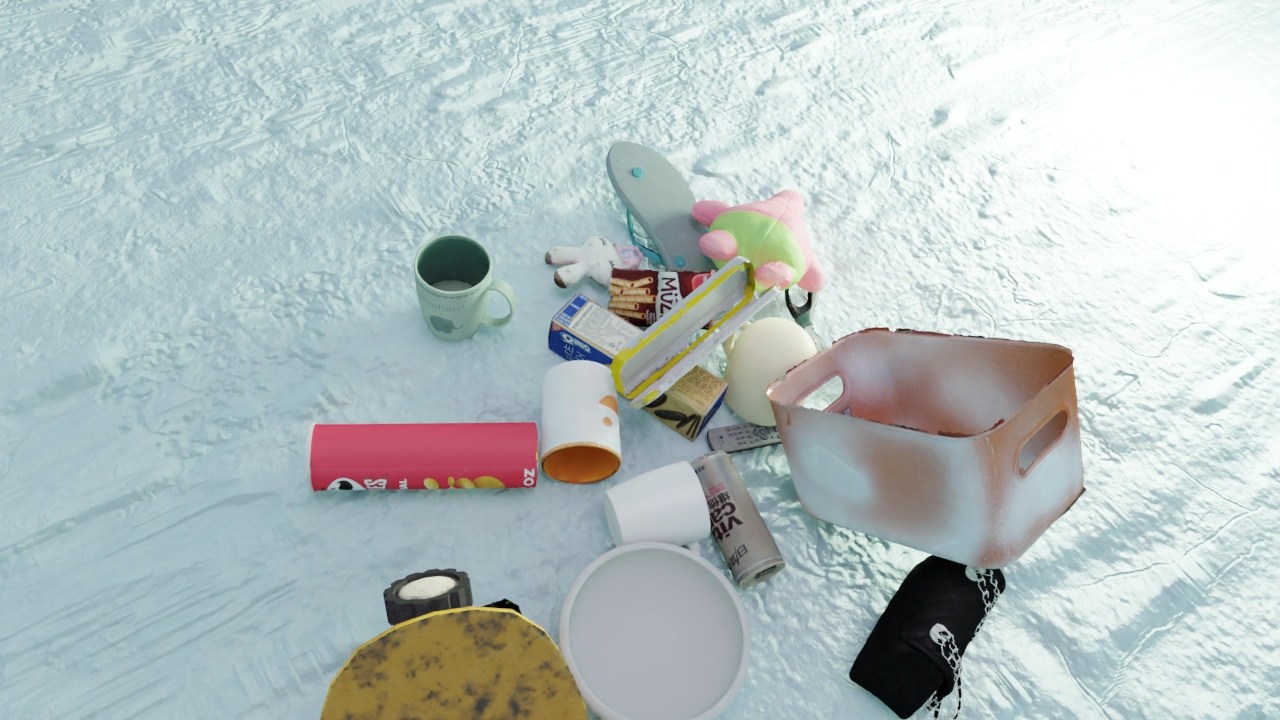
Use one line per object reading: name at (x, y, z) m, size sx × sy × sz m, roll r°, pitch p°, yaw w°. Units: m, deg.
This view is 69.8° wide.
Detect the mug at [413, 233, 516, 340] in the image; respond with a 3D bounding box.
mug at (-0.193, -0.071, 1.018) m, size 0.111 × 0.104 × 0.084 m, roll 16°, pitch 54°, yaw 1°

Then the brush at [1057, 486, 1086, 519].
brush at (0.398, 0.175, 0.936) m, size 0.045 × 0.143 × 0.008 m, roll -30°, pitch 68°, yaw -36°

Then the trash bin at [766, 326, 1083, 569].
trash bin at (0.280, 0.079, 0.902) m, size 0.181 × 0.157 × 0.260 m, roll -31°, pitch 23°, yaw -33°

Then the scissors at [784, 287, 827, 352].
scissors at (0.246, -0.035, 1.134) m, size 0.203 × 0.015 × 0.201 m, roll 16°, pitch 54°, yaw -2°

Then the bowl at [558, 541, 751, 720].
bowl at (0.010, 0.261, 0.850) m, size 0.176 × 0.066 × 0.176 m, roll 5°, pitch 55°, yaw -7°

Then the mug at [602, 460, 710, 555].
mug at (0.019, 0.167, 0.920) m, size 0.087 × 0.081 × 0.114 m, roll -15°, pitch 91°, yaw -13°

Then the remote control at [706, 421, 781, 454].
remote control at (0.140, 0.082, 1.031) m, size 0.136 × 0.013 × 0.033 m, roll -9°, pitch 58°, yaw -17°

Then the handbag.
handbag at (0.291, 0.261, 0.867) m, size 0.115 × 0.125 × 0.153 m, roll 39°, pitch 57°, yaw 16°

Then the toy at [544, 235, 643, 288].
toy at (-0.055, -0.121, 1.121) m, size 0.122 × 0.038 × 0.079 m, roll -11°, pitch 52°, yaw -21°

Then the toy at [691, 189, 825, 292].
toy at (0.154, -0.154, 1.141) m, size 0.192 × 0.097 × 0.236 m, roll 33°, pitch 39°, yaw 3°

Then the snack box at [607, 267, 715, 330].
snack box at (0.026, -0.072, 1.068) m, size 0.121 × 0.072 × 0.072 m, roll 3°, pitch 54°, yaw 5°

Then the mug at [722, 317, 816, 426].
mug at (0.139, -0.002, 1.029) m, size 0.096 × 0.100 × 0.120 m, roll -27°, pitch 55°, yaw -31°

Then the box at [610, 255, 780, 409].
box at (0.059, -0.028, 0.983) m, size 0.209 × 0.067 × 0.070 m, roll -39°, pitch 74°, yaw -23°

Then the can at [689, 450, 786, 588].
can at (0.095, 0.161, 0.943) m, size 0.054 × 0.054 × 0.135 m, roll -15°, pitch 60°, yaw -20°

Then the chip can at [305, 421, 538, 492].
chip can at (-0.215, 0.096, 0.920) m, size 0.220 × 0.069 × 0.069 m, roll 0°, pitch 56°, yaw -11°

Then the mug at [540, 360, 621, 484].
mug at (-0.063, 0.065, 0.963) m, size 0.082 × 0.082 × 0.105 m, roll 3°, pitch 55°, yaw -9°

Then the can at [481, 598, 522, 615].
can at (-0.172, 0.258, 0.825) m, size 0.137 × 0.054 × 0.054 m, roll -13°, pitch 59°, yaw -19°

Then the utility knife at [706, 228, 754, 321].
utility knife at (0.108, -0.119, 1.166) m, size 0.022 × 0.015 × 0.176 m, roll -15°, pitch 62°, yaw -21°

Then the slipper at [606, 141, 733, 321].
slipper at (0.038, -0.162, 1.167) m, size 0.098 × 0.055 × 0.268 m, roll -21°, pitch 73°, yaw -26°

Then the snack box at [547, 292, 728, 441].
snack box at (-0.006, 0.006, 1.031) m, size 0.207 × 0.057 × 0.056 m, roll 32°, pitch 55°, yaw 13°

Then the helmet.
helmet at (-0.153, 0.296, 0.736) m, size 0.205 × 0.131 × 0.255 m, roll -10°, pitch 101°, yaw -18°
